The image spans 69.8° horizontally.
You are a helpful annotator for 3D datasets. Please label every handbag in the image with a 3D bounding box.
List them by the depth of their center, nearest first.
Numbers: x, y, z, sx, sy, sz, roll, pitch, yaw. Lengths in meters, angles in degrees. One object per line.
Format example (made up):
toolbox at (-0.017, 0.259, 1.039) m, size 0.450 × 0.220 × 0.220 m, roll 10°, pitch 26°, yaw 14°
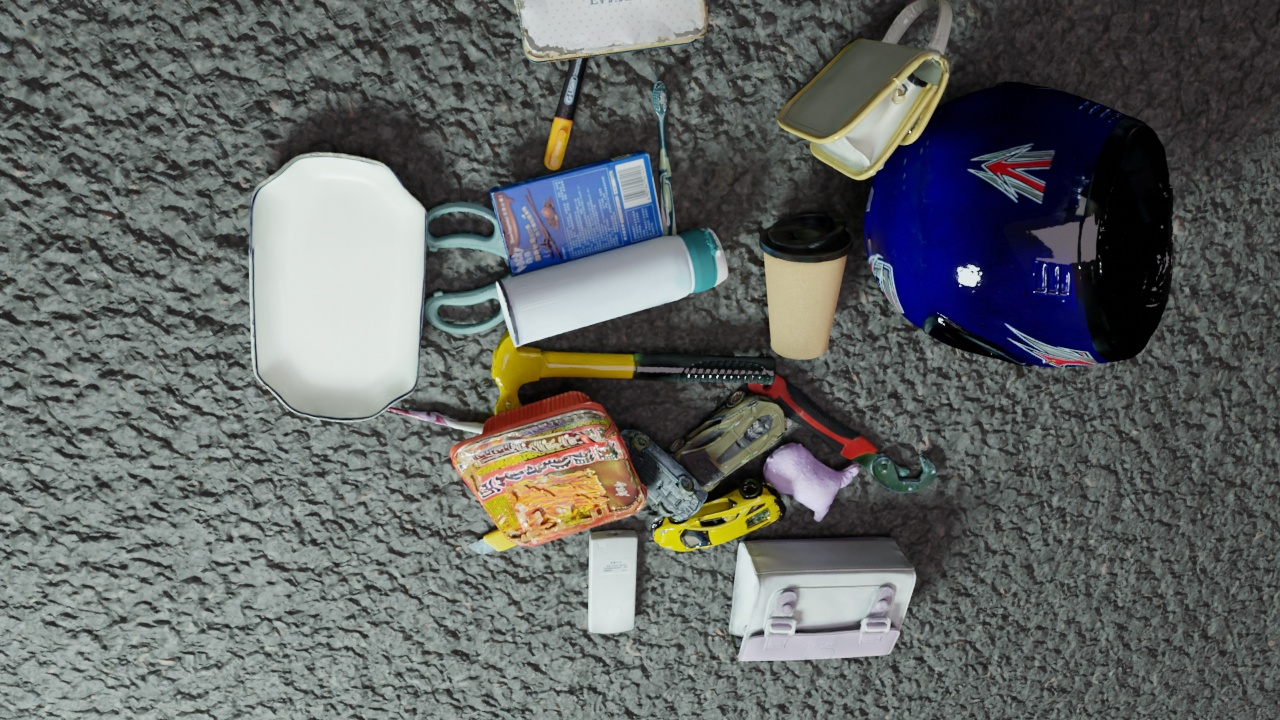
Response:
handbag at (0.223, -0.254, 0.834) m, size 0.063 × 0.163 × 0.179 m, roll 39°, pitch 101°, yaw -23°
handbag at (0.213, 0.292, 1.099) m, size 0.197 × 0.098 × 0.145 m, roll 1°, pitch 117°, yaw -10°

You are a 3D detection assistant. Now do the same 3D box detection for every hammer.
hammer at (-0.006, 0.006, 0.968) m, size 0.300 × 0.032 × 0.129 m, roll 2°, pitch 112°, yaw -8°

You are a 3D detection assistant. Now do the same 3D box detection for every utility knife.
utility knife at (-0.114, 0.180, 1.036) m, size 0.173 × 0.015 × 0.033 m, roll -23°, pitch 108°, yaw 2°

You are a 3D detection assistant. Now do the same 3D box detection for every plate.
plate at (-0.290, -0.068, 0.888) m, size 0.162 × 0.034 × 0.266 m, roll 4°, pitch 110°, yaw -8°

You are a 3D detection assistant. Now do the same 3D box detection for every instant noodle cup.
instant noodle cup at (-0.091, 0.107, 0.954) m, size 0.164 × 0.079 × 0.189 m, roll -17°, pitch 133°, yaw 5°

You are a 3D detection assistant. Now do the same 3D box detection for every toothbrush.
toothbrush at (0.026, -0.178, 0.911) m, size 0.016 × 0.018 × 0.192 m, roll -8°, pitch 113°, yaw -7°
toothbrush at (-0.213, 0.058, 0.970) m, size 0.187 × 0.016 × 0.017 m, roll 15°, pitch 99°, yaw -15°

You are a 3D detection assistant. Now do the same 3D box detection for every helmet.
helmet at (0.348, -0.118, 0.872) m, size 0.315 × 0.241 × 0.247 m, roll 24°, pitch 81°, yaw -49°

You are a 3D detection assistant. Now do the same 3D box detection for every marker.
marker at (-0.069, -0.241, 0.870) m, size 0.018 × 0.015 × 0.124 m, roll 11°, pitch 108°, yaw -20°

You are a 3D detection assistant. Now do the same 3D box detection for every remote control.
remote control at (-0.033, 0.261, 1.081) m, size 0.056 × 0.019 × 0.135 m, roll -2°, pitch 113°, yaw -9°

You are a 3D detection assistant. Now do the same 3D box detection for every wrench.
wrench at (0.232, 0.085, 1.055) m, size 0.273 × 0.016 × 0.056 m, roll 30°, pitch 105°, yaw -19°

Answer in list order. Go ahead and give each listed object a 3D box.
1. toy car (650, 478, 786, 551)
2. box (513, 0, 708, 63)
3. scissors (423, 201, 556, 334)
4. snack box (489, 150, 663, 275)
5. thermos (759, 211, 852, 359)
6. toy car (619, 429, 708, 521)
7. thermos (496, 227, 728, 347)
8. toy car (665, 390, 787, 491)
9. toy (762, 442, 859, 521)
toy car at (0.089, 0.183, 1.046) m, size 0.156 × 0.041 × 0.071 m, roll -18°, pitch 140°, yaw 0°
box at (-0.021, -0.320, 0.817) m, size 0.184 × 0.062 × 0.090 m, roll -8°, pitch 105°, yaw -9°
scissors at (-0.146, -0.079, 0.923) m, size 0.177 × 0.019 × 0.170 m, roll 14°, pitch 108°, yaw -17°
snack box at (-0.061, -0.144, 0.896) m, size 0.157 × 0.026 × 0.084 m, roll -16°, pitch 112°, yaw -10°
thermos at (0.168, -0.077, 0.943) m, size 0.093 × 0.093 × 0.143 m, roll -7°, pitch 121°, yaw -7°
toy car at (0.019, 0.123, 1.005) m, size 0.120 × 0.036 × 0.054 m, roll 41°, pitch 131°, yaw 6°
thermos at (-0.024, -0.074, 0.898) m, size 0.224 × 0.073 × 0.073 m, roll -17°, pitch 114°, yaw -11°
toy car at (0.091, 0.096, 1.023) m, size 0.158 × 0.042 × 0.070 m, roll -39°, pitch 113°, yaw 13°
toy at (0.191, 0.133, 1.056) m, size 0.108 × 0.039 × 0.084 m, roll 31°, pitch 104°, yaw -17°
